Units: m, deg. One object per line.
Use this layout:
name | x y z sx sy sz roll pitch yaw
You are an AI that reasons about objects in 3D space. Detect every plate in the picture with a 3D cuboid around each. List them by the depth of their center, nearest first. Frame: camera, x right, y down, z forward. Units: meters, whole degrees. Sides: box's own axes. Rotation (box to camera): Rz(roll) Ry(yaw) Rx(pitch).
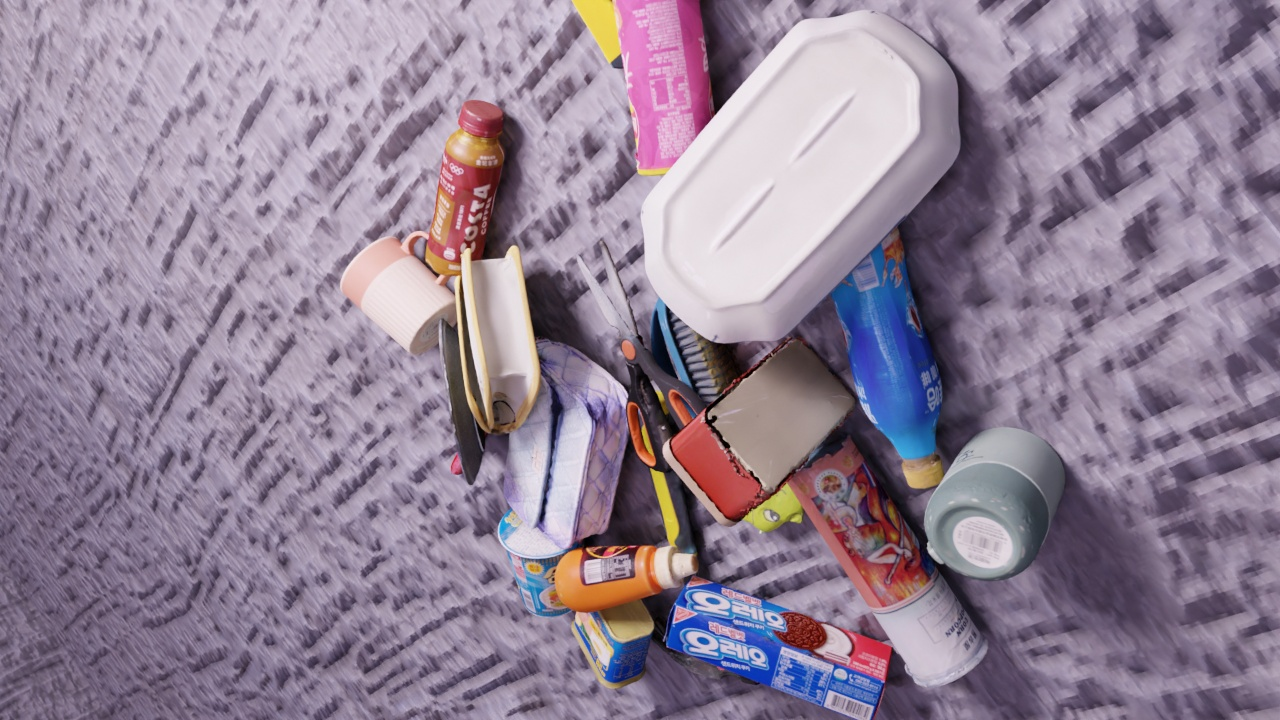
plate | 0.107 -0.134 0.668 0.266 0.034 0.162 -46 74 15
plate | -0.184 0.042 0.969 0.024 0.179 0.179 -10 111 -7

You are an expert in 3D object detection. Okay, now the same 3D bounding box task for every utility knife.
utility knife | -0.048 -0.318 0.774 0.033 0.015 0.167 -30 92 34

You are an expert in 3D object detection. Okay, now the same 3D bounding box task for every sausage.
sausage | -0.191 0.089 1.065 0.020 0.020 0.156 45 129 9

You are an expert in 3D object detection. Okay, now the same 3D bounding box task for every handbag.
handbag | -0.153 -0.007 0.918 0.179 0.063 0.163 118 145 -57
handbag | -0.083 0.089 0.944 0.134 0.075 0.194 38 129 38

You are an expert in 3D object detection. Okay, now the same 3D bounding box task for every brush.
brush | 0.049 0.003 0.831 0.074 0.055 0.144 -16 102 39

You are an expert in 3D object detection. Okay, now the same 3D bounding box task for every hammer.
hammer | 0.039 0.184 0.939 0.126 0.031 0.323 -2 110 35

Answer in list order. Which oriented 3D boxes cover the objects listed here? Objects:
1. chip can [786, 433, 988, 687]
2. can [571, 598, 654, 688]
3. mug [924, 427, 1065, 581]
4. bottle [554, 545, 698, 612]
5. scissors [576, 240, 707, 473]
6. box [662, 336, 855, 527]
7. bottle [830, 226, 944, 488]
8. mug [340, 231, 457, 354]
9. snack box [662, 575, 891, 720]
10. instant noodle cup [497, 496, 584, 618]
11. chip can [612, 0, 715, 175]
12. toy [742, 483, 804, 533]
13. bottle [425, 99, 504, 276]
chip can | 0.207 0.169 0.787 0.071 0.071 0.214 -34 89 40
can | -0.030 0.288 0.997 0.102 0.057 0.083 52 143 41
mug | 0.260 0.118 0.702 0.082 0.106 0.112 45 130 8
bottle | -0.011 0.215 0.925 0.150 0.066 0.067 -14 103 24
scissors | 0.010 0.003 0.826 0.198 0.021 0.227 24 129 43
box | 0.106 0.050 0.739 0.091 0.167 0.077 49 133 6
bottle | 0.196 -0.003 0.719 0.065 0.065 0.219 -11 106 38
mug | -0.248 -0.081 0.994 0.106 0.081 0.115 42 100 10
snack box | 0.129 0.273 0.874 0.208 0.058 0.057 16 115 16
instant noodle cup | -0.103 0.225 1.024 0.099 0.099 0.110 17 127 28
chip can | 0.017 -0.257 0.722 0.071 0.071 0.211 3 112 34
toy | 0.108 0.113 0.857 0.097 0.031 0.100 10 112 31
bottle | -0.171 -0.167 0.904 0.057 0.057 0.175 33 126 18
